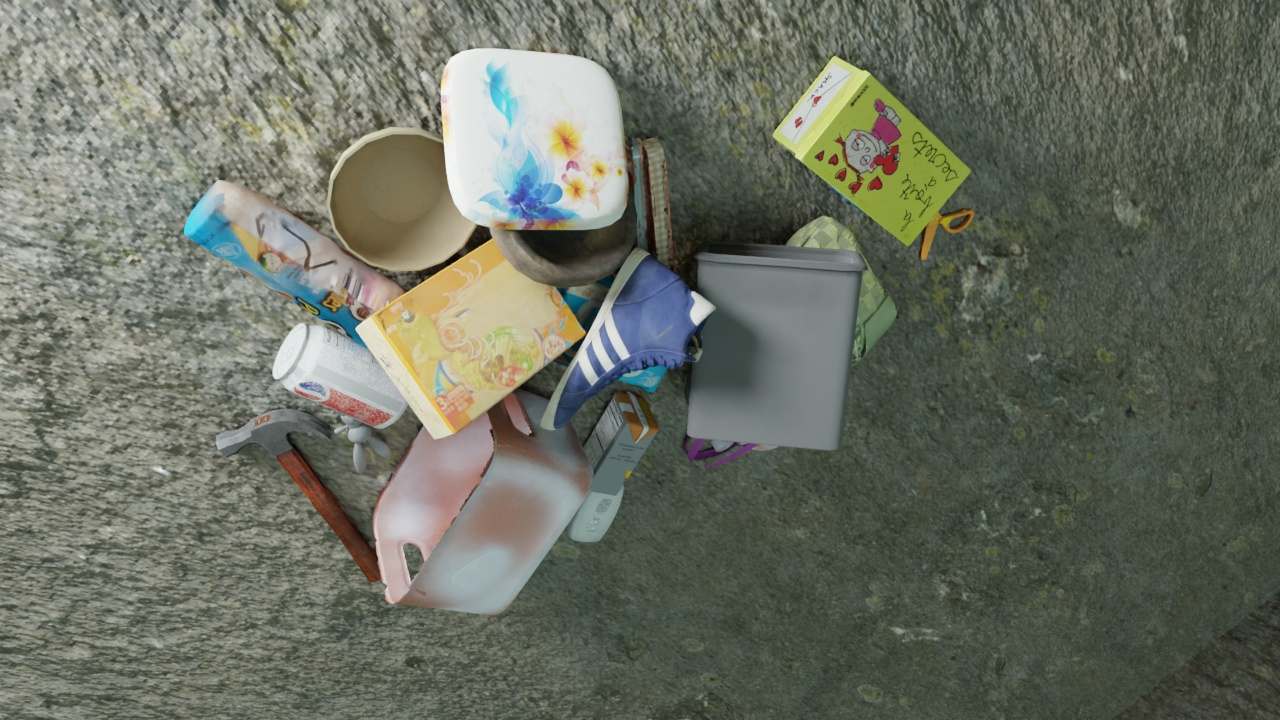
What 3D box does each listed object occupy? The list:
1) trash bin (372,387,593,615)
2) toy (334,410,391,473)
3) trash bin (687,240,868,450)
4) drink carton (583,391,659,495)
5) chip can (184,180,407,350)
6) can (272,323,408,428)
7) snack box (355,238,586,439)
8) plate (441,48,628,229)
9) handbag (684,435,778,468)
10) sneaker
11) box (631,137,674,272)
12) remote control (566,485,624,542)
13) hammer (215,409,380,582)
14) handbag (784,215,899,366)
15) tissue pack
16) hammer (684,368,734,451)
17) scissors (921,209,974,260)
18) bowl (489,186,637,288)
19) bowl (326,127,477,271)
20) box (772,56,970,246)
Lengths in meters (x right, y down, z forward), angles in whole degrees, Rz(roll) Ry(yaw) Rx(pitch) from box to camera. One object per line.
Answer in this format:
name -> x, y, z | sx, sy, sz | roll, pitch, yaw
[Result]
trash bin -> -0.191, 0.164, 1.115 | 0.157, 0.181, 0.260 | 20, 112, -34
toy -> -0.336, 0.085, 1.095 | 0.049, 0.030, 0.112 | -29, 125, -20
trash bin -> 0.154, -0.019, 1.077 | 0.192, 0.097, 0.220 | 5, 108, 7
drink carton -> -0.032, 0.111, 1.211 | 0.048, 0.076, 0.125 | 15, 120, -30
chip can -> -0.341, -0.094, 0.942 | 0.080, 0.079, 0.229 | -44, 128, 10
can -> -0.328, 0.018, 1.021 | 0.136, 0.078, 0.078 | 30, 107, -35
snack box -> -0.178, -0.029, 0.976 | 0.194, 0.081, 0.145 | -40, 102, -33
plate -> -0.100, -0.222, 0.910 | 0.186, 0.016, 0.187 | -3, 82, -21
handbag -> 0.138, 0.092, 1.280 | 0.170, 0.068, 0.144 | -34, 128, 11
sneaker -> -0.006, 0.004, 1.025 | 0.118, 0.091, 0.233 | 30, 102, 6
box -> 0.017, -0.166, 1.055 | 0.060, 0.058, 0.187 | -47, 143, -42
remote control -> -0.062, 0.207, 1.292 | 0.060, 0.028, 0.114 | 9, 119, -27
hammer -> -0.390, 0.177, 1.138 | 0.111, 0.028, 0.301 | -24, 129, -5
handbag -> 0.239, -0.083, 1.165 | 0.113, 0.117, 0.186 | -41, 101, -35
tissue pack -> -0.042, -0.040, 1.109 | 0.209, 0.066, 0.117 | 20, 112, -30
hammer -> 0.202, -0.008, 1.217 | 0.323, 0.127, 0.029 | -28, 164, -15
scissors -> 0.388, -0.191, 1.213 | 0.125, 0.011, 0.130 | -16, 125, -14
bowl -> -0.089, -0.151, 0.968 | 0.162, 0.162, 0.070 | 13, 161, -29
bowl -> -0.243, -0.171, 0.942 | 0.152, 0.050, 0.152 | -11, 126, -15
box -> 0.277, -0.243, 1.088 | 0.221, 0.082, 0.124 | 31, 107, -34
